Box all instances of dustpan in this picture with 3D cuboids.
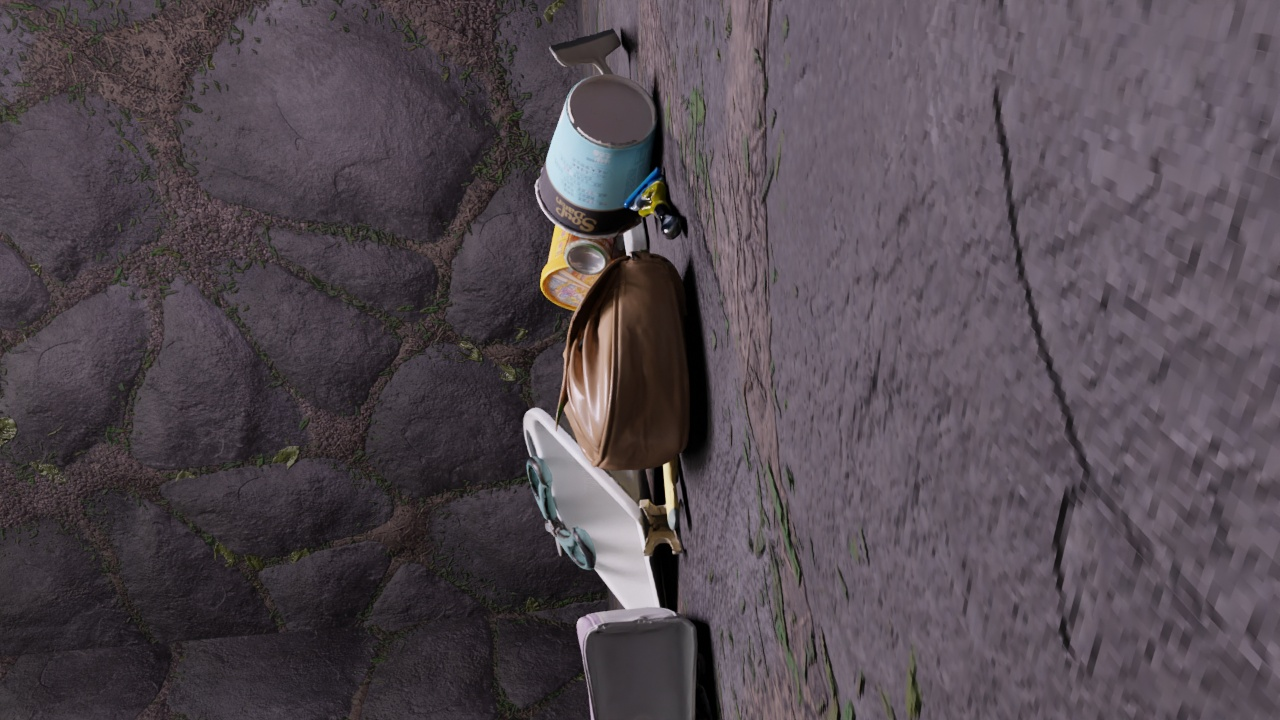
[{"bbox_3d":[-0.058,0.167,0.991,0.257,0.143,0.223,-94,-6,-54],"label":"dustpan"}]

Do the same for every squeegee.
[{"bbox_3d":[-0.028,-0.246,1.051,0.245,0.039,0.247,-60,-36,-63],"label":"squeegee"}]

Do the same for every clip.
[{"bbox_3d":[0.019,0.134,0.822,0.104,0.035,0.089,-81,-14,-73],"label":"clip"}]

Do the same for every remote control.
[{"bbox_3d":[-0.008,-0.147,0.990,0.135,0.019,0.056,-98,6,-46],"label":"remote control"}]

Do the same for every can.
[{"bbox_3d":[-0.054,-0.173,1.129,0.058,0.058,0.147,91,-173,-49],"label":"can"}]

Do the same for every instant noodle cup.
[{"bbox_3d":[-0.069,-0.141,1.213,0.119,0.118,0.114,94,178,-62],"label":"instant noodle cup"},{"bbox_3d":[-0.032,-0.185,0.816,0.121,0.111,0.111,116,151,-63],"label":"instant noodle cup"}]

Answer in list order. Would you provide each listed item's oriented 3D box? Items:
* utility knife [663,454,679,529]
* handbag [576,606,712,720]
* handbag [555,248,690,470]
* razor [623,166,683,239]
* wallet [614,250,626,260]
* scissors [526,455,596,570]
[{"bbox_3d":[0.023,0.079,0.802,0.175,0.019,0.031,-100,12,-47],"label":"utility knife"},{"bbox_3d":[0.000,0.276,0.741,0.197,0.098,0.144,109,158,-76],"label":"handbag"},{"bbox_3d":[-0.015,0.010,0.699,0.205,0.099,0.147,122,148,-76],"label":"handbag"},{"bbox_3d":[0.016,-0.116,0.708,0.043,0.022,0.142,-48,22,11],"label":"razor"},{"bbox_3d":[-0.031,-0.058,1.108,0.108,0.031,0.131,92,-170,-45],"label":"wallet"},{"bbox_3d":[-0.088,0.197,1.059,0.176,0.019,0.175,45,151,39],"label":"scissors"}]
